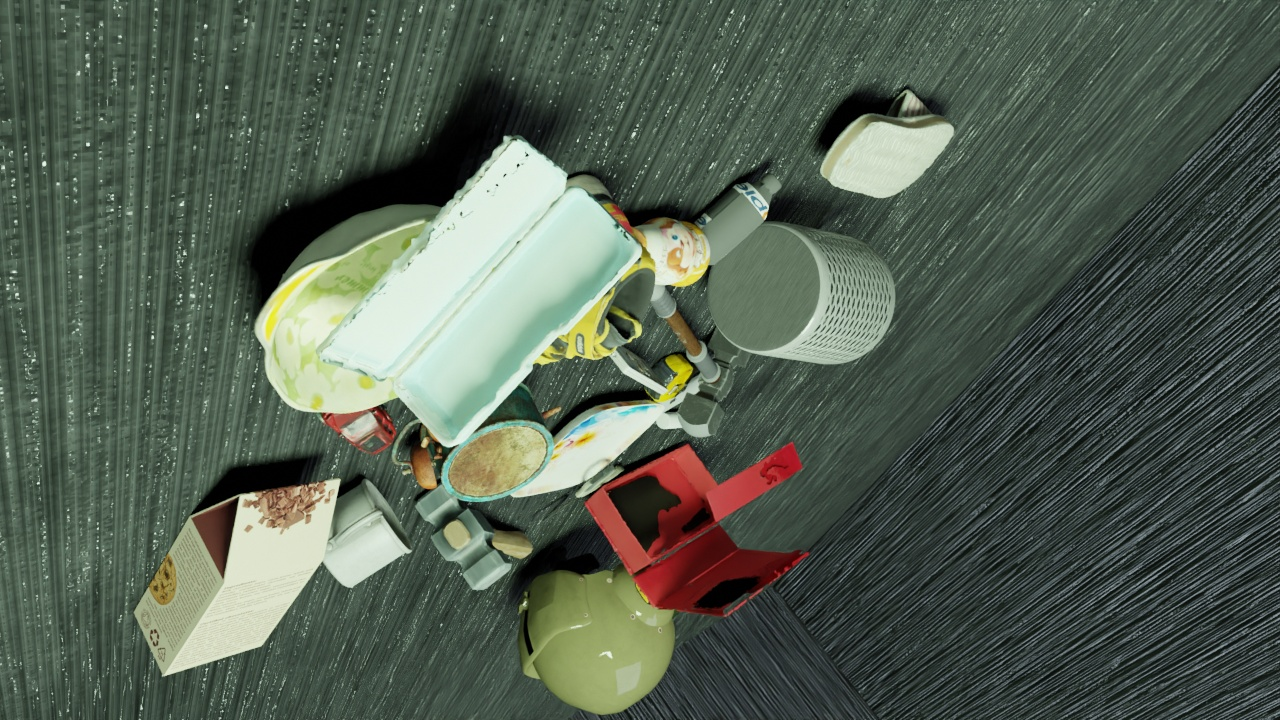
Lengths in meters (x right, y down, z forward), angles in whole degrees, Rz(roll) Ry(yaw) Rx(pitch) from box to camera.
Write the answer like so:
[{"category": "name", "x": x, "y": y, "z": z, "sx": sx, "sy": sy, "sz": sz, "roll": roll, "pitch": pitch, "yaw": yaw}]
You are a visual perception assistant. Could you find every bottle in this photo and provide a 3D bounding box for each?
[{"category": "bottle", "x": 0.092, "y": -0.142, "z": 0.911, "sx": 0.112, "sy": 0.047, "sz": 0.047, "roll": -41, "pitch": 158, "yaw": 6}, {"category": "bottle", "x": 0.017, "y": -0.101, "z": 0.850, "sx": 0.063, "sy": 0.063, "sz": 0.109, "roll": -50, "pitch": 156, "yaw": 25}]

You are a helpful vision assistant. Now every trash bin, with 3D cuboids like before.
[{"category": "trash bin", "x": 0.180, "y": -0.075, "z": 1.039, "sx": 0.157, "sy": 0.156, "sz": 0.183, "roll": -50, "pitch": 153, "yaw": 24}]

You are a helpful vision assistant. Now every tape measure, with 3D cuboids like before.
[{"category": "tape measure", "x": 0.037, "y": 0.025, "z": 1.156, "sx": 0.066, "sy": 0.037, "sz": 0.064, "roll": -50, "pitch": 156, "yaw": 25}]

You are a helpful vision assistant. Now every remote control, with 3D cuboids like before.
[{"category": "remote control", "x": 0.041, "y": 0.053, "z": 1.254, "sx": 0.146, "sy": 0.008, "sz": 0.045, "roll": -29, "pitch": 156, "yaw": -21}, {"category": "remote control", "x": -0.006, "y": 0.006, "z": 1.035, "sx": 0.011, "sy": 0.050, "sz": 0.135, "roll": -42, "pitch": 158, "yaw": 7}]

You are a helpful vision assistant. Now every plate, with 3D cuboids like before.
[{"category": "plate", "x": -0.068, "y": 0.108, "z": 1.163, "sx": 0.187, "sy": 0.016, "sz": 0.186, "roll": -44, "pitch": 158, "yaw": 26}]

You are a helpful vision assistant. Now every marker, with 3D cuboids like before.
[{"category": "marker", "x": 0.068, "y": 0.084, "z": 1.335, "sx": 0.023, "sy": 0.027, "sz": 0.133, "roll": -49, "pitch": 154, "yaw": 23}]

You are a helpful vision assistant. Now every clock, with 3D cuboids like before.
[{"category": "clock", "x": -0.166, "y": 0.074, "z": 0.892, "sx": 0.157, "sy": 0.073, "sz": 0.121, "roll": 4, "pitch": 130, "yaw": -38}]

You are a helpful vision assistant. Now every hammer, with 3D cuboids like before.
[{"category": "hammer", "x": -0.182, "y": 0.222, "z": 1.131, "sx": 0.051, "sy": 0.117, "sz": 0.323, "roll": -38, "pitch": 166, "yaw": -4}, {"category": "hammer", "x": 0.054, "y": -0.024, "z": 1.041, "sx": 0.156, "sy": 0.043, "sz": 0.322, "roll": -65, "pitch": 154, "yaw": -12}]

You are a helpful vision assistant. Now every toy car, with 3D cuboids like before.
[{"category": "toy car", "x": -0.240, "y": 0.052, "z": 0.783, "sx": 0.042, "sy": 0.036, "sz": 0.091, "roll": -35, "pitch": 152, "yaw": -8}]

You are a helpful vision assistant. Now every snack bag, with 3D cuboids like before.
[{"category": "snack bag", "x": -0.347, "y": 0.176, "z": 0.803, "sx": 0.207, "sy": 0.070, "sz": 0.094, "roll": -50, "pitch": 155, "yaw": 25}]

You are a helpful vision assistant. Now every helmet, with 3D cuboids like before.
[{"category": "helmet", "x": -0.070, "y": 0.396, "z": 1.380, "sx": 0.232, "sy": 0.255, "sz": 0.251, "roll": -20, "pitch": 152, "yaw": -45}]

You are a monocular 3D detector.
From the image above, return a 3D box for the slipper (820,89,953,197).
[{"category": "slipper", "x": 0.265, "y": -0.236, "z": 0.996, "sx": 0.262, "sy": 0.052, "sz": 0.115, "roll": -16, "pitch": 146, "yaw": -52}]

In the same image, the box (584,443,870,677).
[{"category": "box", "x": 0.110, "y": 0.293, "z": 1.329, "sx": 0.210, "sy": 0.378, "sz": 0.124, "roll": -20, "pitch": 139, "yaw": -45}]

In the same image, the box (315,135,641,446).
[{"category": "box", "x": -0.105, "y": -0.041, "z": 0.609, "sx": 0.198, "sy": 0.078, "sz": 0.122, "roll": -46, "pitch": 138, "yaw": 11}]

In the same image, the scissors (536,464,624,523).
[{"category": "scissors", "x": -0.080, "y": 0.184, "z": 1.292, "sx": 0.157, "sy": 0.012, "sz": 0.171, "roll": -22, "pitch": 165, "yaw": -49}]

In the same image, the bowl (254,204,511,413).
[{"category": "bowl", "x": -0.183, "y": -0.046, "z": 0.648, "sx": 0.189, "sy": 0.060, "sz": 0.219, "roll": -46, "pitch": 156, "yaw": 16}]

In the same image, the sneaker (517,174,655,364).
[{"category": "sneaker", "x": -0.080, "y": -0.027, "z": 0.764, "sx": 0.239, "sy": 0.122, "sz": 0.086, "roll": -49, "pitch": 155, "yaw": 21}]

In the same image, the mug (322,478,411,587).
[{"category": "mug", "x": -0.270, "y": 0.164, "z": 0.873, "sx": 0.070, "sy": 0.084, "sz": 0.113, "roll": -32, "pitch": 173, "yaw": -10}]
